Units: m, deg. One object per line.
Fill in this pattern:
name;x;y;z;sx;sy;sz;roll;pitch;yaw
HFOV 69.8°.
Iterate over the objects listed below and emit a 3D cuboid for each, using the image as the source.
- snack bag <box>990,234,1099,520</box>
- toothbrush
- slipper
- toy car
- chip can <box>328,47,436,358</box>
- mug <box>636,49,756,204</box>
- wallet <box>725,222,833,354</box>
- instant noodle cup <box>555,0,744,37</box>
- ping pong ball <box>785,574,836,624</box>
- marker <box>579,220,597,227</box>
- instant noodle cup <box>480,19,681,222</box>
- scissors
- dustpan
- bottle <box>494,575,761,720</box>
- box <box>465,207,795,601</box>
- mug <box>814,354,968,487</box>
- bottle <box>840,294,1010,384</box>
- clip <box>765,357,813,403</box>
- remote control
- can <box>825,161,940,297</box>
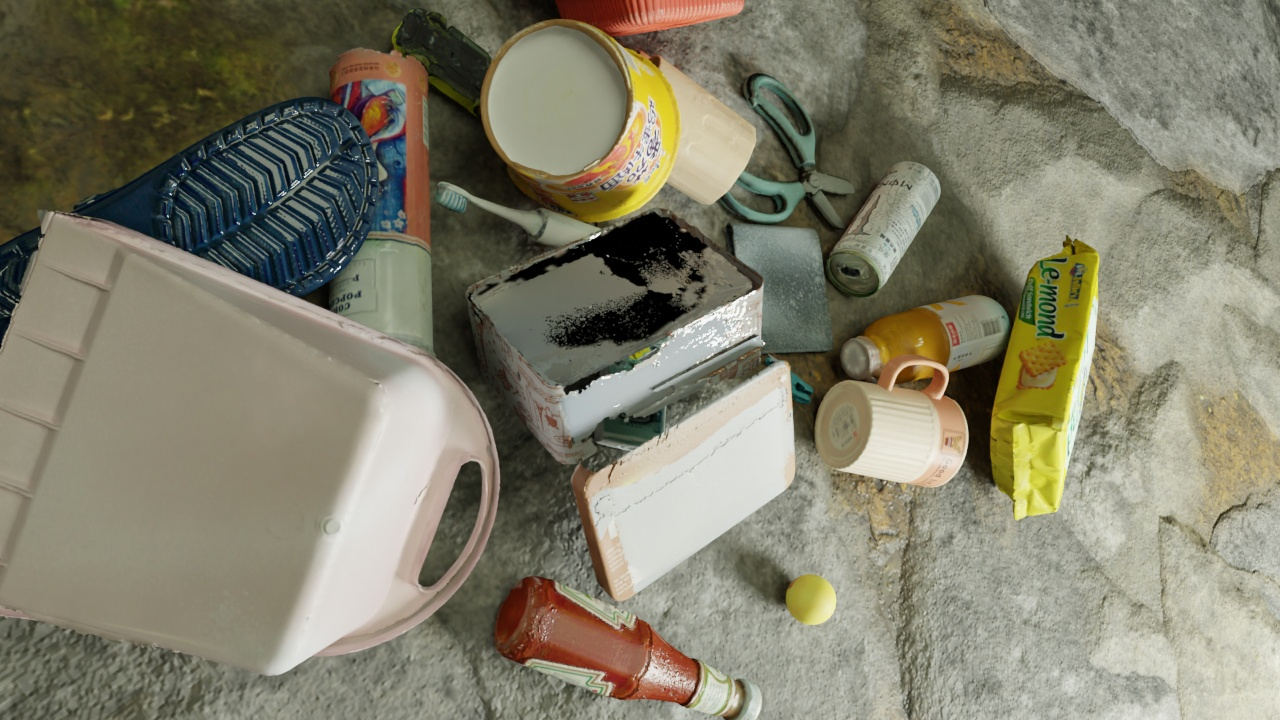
snack bag;0.397;0.014;0.896;0.245;0.068;0.158;-62;147;-28
toothbrush;-0.055;-0.097;0.705;0.220;0.027;0.026;15;80;-35
slipper;-0.274;-0.067;0.559;0.252;0.095;0.105;-32;109;-15
toy car;-0.143;-0.224;0.707;0.105;0.032;0.048;30;63;-33
chip can;-0.178;-0.102;0.630;0.071;0.071;0.214;4;74;-29
mug;0.033;-0.203;0.783;0.103;0.084;0.124;29;38;-22
wallet;0.125;-0.064;0.826;0.097;0.019;0.120;-2;79;-28
instant noodle cup;0.005;-0.313;0.754;0.188;0.165;0.079;-19;110;-32
ping pong ball;0.139;0.195;0.748;0.040;0.040;0.040;8;72;-28
marker;-0.043;-0.126;0.747;0.018;0.015;0.123;4;77;-27
instant noodle cup;-0.046;-0.175;0.665;0.138;0.109;0.138;1;92;12
scissors;0.132;-0.199;0.866;0.170;0.019;0.181;-1;76;-29
dustpan;-0.230;0.069;0.546;0.273;0.139;0.222;23;91;3
bottle;-0.003;0.214;0.652;0.206;0.060;0.059;28;64;-21
box;-0.006;0.022;0.671;0.180;0.158;0.208;-30;132;-23
mug;0.223;0.050;0.801;0.105;0.081;0.115;11;107;-25
bottle;0.268;-0.017;0.864;0.189;0.068;0.068;-12;83;-32
clip;0.129;0.020;0.807;0.055;0.014;0.038;28;65;-21
remote control;-0.004;0.004;0.730;0.056;0.019;0.135;14;70;-26
can;0.234;-0.127;0.881;0.058;0.058;0.146;45;60;-12
